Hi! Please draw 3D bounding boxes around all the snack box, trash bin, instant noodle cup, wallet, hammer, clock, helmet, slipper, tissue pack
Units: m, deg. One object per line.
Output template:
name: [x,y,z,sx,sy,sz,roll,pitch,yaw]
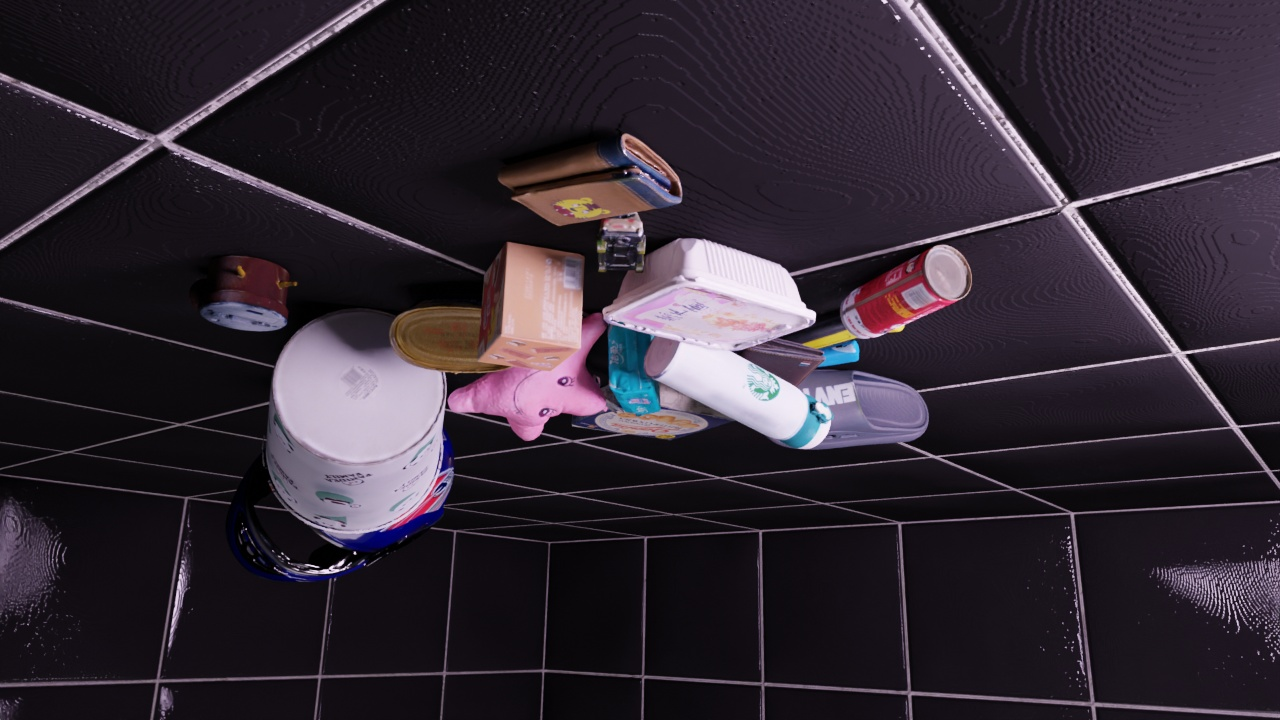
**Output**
snack box: [0.018,0.073,1.367,0.177,0.045,0.183,11,160,-28]
trash bin: [-0.337,0.071,1.099,0.229,0.229,0.253,6,158,-17]
instant noodle cup: [0.065,-0.063,0.875,0.173,0.060,0.138,14,159,-34]
wallet: [0.146,0.008,1.053,0.096,0.020,0.122,12,156,-7]
hammer: [0.150,-0.012,1.067,0.126,0.031,0.324,28,148,-36]
clock: [-0.399,-0.063,0.917,0.082,0.055,0.122,16,159,-42]
helmet: [-0.412,0.172,1.311,0.241,0.247,0.314,-31,-176,45]
wallet: [-0.038,-0.134,0.696,0.115,0.033,0.090,-4,164,30]
slipper: [0.274,0.051,1.201,0.267,0.110,0.084,2,148,-21]
snack box: [-0.106,-0.049,0.877,0.077,0.092,0.095,8,163,-21]
tissue pack: [-0.006,0.006,1.057,0.050,0.093,0.133,-5,163,6]

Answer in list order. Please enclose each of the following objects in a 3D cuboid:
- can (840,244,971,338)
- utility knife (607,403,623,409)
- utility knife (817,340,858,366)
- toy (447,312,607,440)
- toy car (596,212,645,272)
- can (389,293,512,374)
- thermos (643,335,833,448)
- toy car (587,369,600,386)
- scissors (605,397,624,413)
can: [0.249,-0.062,0.874,0.053,0.053,0.133,8,162,-21]
utility knife: [-0.114,0.031,1.172,0.223,0.013,0.029,18,173,13]
utility knife: [0.186,0.002,1.158,0.195,0.018,0.034,-10,148,36]
toy: [-0.104,0.016,1.046,0.178,0.074,0.195,24,117,-31]
toy car: [-0.017,-0.100,0.797,0.042,0.035,0.090,3,164,-1]
can: [-0.184,-0.029,0.961,0.148,0.075,0.049,1,-157,10]
thermos: [0.114,0.033,1.008,0.224,0.073,0.073,27,154,-25]
toy car: [-0.109,0.022,1.121,0.122,0.037,0.056,15,161,-5]
scissors: [-0.094,0.023,1.196,0.143,0.021,0.235,10,159,11]
